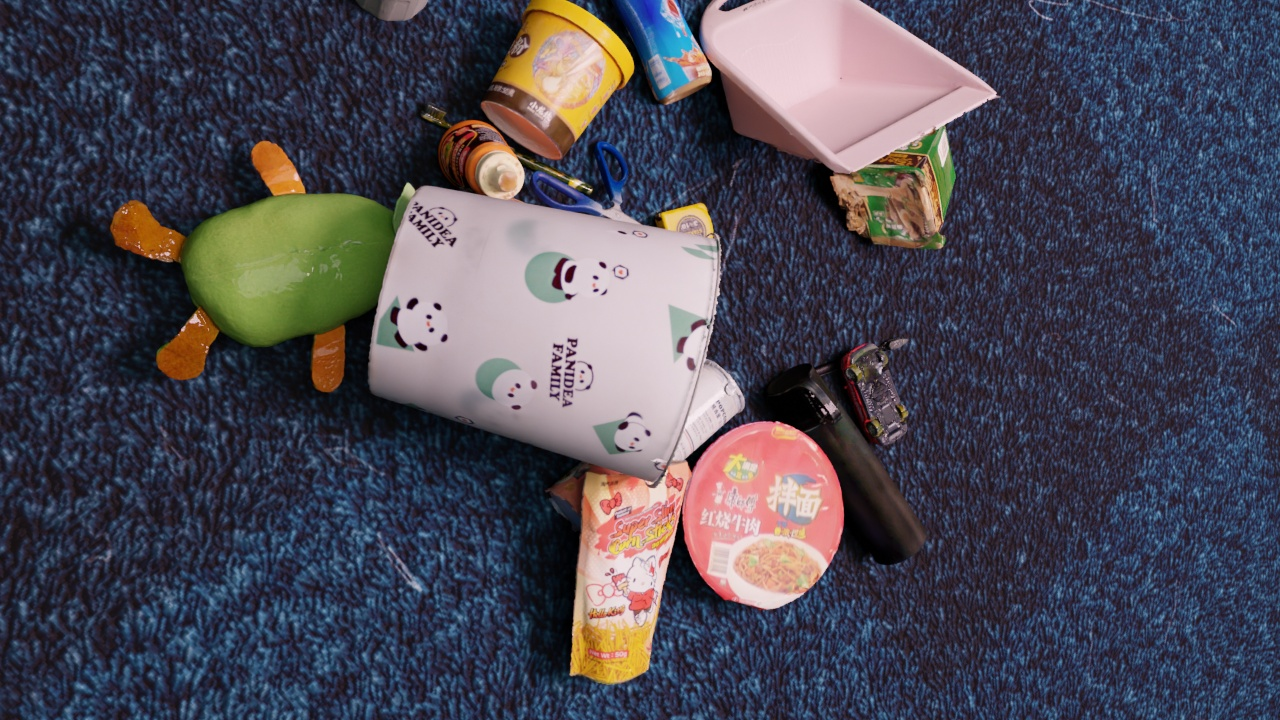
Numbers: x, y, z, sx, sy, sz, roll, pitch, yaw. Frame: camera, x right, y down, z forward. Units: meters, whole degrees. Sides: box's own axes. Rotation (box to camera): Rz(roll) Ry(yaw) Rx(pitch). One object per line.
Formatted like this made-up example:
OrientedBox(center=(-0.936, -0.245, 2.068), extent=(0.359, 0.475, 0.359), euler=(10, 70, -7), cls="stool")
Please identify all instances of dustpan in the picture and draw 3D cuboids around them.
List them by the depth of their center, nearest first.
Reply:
OrientedBox(center=(0.192, -0.317, 0.957), extent=(0.222, 0.274, 0.139), euler=(-32, 125, -26), cls="dustpan")

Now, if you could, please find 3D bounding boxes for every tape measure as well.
OrientedBox(center=(0.047, -0.137, 0.981), extent=(0.060, 0.029, 0.057), euler=(-18, 94, -23), cls="tape measure")

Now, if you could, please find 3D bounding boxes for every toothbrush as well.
OrientedBox(center=(-0.129, -0.210, 0.915), extent=(0.185, 0.012, 0.017), euler=(22, 122, -21), cls="toothbrush")
OrientedBox(center=(0.236, 0.003, 1.064), extent=(0.188, 0.017, 0.014), euler=(-18, 97, -21), cls="toothbrush")

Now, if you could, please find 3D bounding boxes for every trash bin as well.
OrientedBox(center=(-0.084, -0.028, 0.788), extent=(0.252, 0.230, 0.229), euler=(13, 82, -7), cls="trash bin")

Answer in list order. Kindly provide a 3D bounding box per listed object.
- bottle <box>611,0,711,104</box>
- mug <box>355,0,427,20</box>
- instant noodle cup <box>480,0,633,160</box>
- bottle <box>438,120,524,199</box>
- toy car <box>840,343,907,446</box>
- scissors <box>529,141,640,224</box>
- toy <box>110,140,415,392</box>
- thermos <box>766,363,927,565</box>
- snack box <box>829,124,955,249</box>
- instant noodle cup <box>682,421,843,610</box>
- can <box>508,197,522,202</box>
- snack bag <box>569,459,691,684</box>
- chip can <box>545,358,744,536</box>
OrientedBox(center=(0.002, -0.378, 0.953), extent=(0.065, 0.065, 0.218), euler=(-29, 98, -22), cls="bottle")
OrientedBox(center=(-0.230, -0.384, 0.832), extent=(0.083, 0.103, 0.124), euler=(-29, 98, -22), cls="mug")
OrientedBox(center=(-0.085, -0.267, 0.887), extent=(0.118, 0.118, 0.114), euler=(33, 84, -19), cls="instant noodle cup")
OrientedBox(center=(-0.140, -0.177, 0.834), extent=(0.066, 0.149, 0.067), euler=(-9, 115, -21), cls="bottle")
OrientedBox(center=(0.266, 0.039, 1.058), extent=(0.052, 0.045, 0.120), euler=(-26, 104, -23), cls="toy car")
OrientedBox(center=(-0.034, -0.154, 0.918), extent=(0.162, 0.012, 0.175), euler=(9, 58, -27), cls="scissors")
OrientedBox(center=(-0.306, -0.080, 0.795), extent=(0.246, 0.090, 0.227), euler=(-16, 95, -26), cls="toy")
OrientedBox(center=(0.232, 0.118, 1.015), extent=(0.068, 0.090, 0.242), euler=(-38, 104, -8), cls="thermos")
OrientedBox(center=(0.297, -0.207, 1.035), extent=(0.105, 0.118, 0.118), euler=(-55, 137, -24), cls="snack box")
OrientedBox(center=(0.119, 0.162, 0.980), extent=(0.193, 0.066, 0.193), euler=(2, 86, -24), cls="instant noodle cup")
OrientedBox(center=(-0.091, -0.114, 0.904), extent=(0.116, 0.059, 0.058), euler=(20, 80, -21), cls="can")
OrientedBox(center=(-0.014, 0.199, 0.886), extent=(0.128, 0.073, 0.208), euler=(-2, 107, -42), cls="snack bag")
OrientedBox(center=(0.007, 0.090, 0.931), extent=(0.214, 0.071, 0.071), euler=(-40, 103, -20), cls="chip can")
